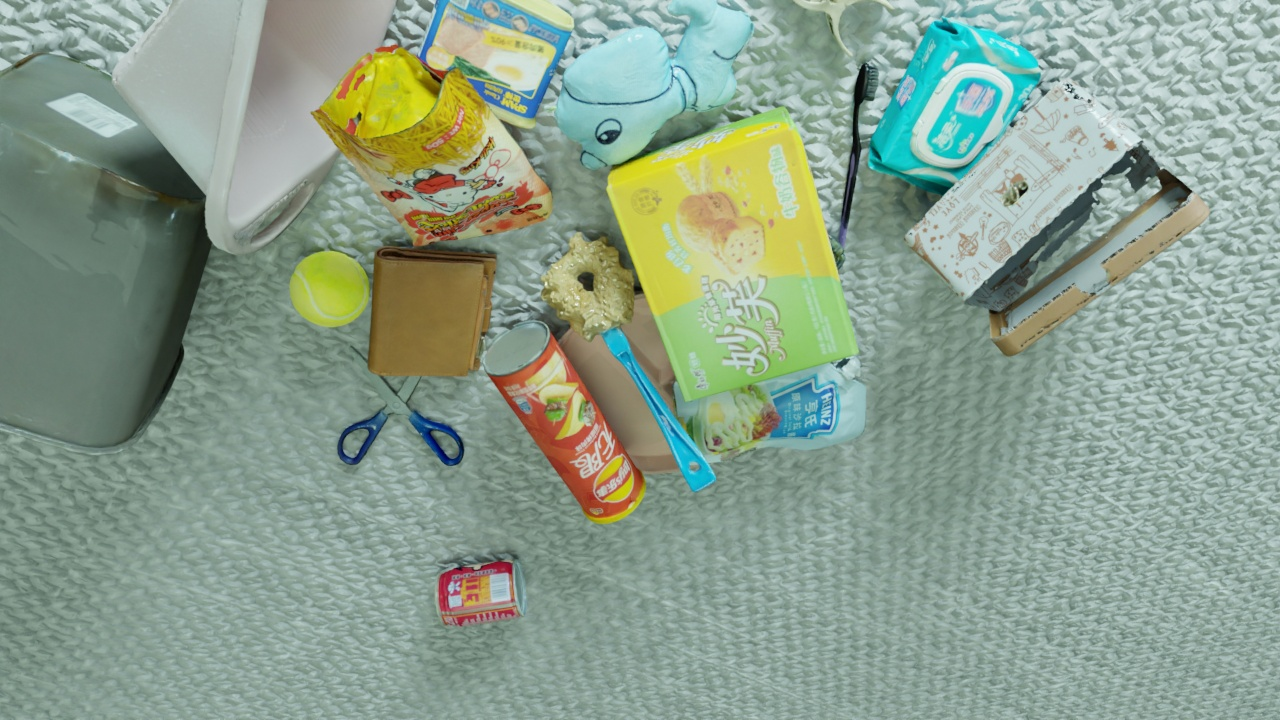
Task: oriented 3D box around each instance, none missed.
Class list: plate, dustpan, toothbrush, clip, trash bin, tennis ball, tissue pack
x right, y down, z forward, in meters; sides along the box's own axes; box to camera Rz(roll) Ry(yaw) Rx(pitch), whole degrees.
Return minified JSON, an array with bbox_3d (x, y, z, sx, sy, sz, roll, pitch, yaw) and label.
[{"bbox_3d":[0.017,0.022,0.905,0.229,0.028,0.230,-3,128,-4],"label":"plate"},{"bbox_3d":[-0.208,-0.197,0.606,0.274,0.221,0.139,-26,114,29],"label":"dustpan"},{"bbox_3d":[0.184,-0.163,0.790,0.016,0.014,0.189,-11,129,-13],"label":"toothbrush"},{"bbox_3d":[0.141,-0.275,0.688,0.100,0.034,0.071,28,119,-29],"label":"clip"},{"bbox_3d":[-0.426,-0.085,0.686,0.198,0.198,0.220,24,115,-22],"label":"trash bin"},{"bbox_3d":[-0.267,-0.061,0.790,0.065,0.065,0.066,-3,127,-4],"label":"tennis ball"},{"bbox_3d":[0.251,-0.201,0.743,0.093,0.050,0.134,12,126,-16],"label":"tissue pack"}]

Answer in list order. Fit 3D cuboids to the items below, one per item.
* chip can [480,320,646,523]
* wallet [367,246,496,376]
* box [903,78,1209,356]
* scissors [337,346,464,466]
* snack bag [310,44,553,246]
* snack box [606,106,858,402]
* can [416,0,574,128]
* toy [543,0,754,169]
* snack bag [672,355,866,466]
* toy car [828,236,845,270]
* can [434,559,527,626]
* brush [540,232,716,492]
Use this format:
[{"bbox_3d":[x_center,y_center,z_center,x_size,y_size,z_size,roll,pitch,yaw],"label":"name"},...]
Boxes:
[{"bbox_3d":[-0.067,0.062,0.866,0.073,0.073,0.217,-21,127,10],"label":"chip can"},{"bbox_3d":[-0.189,-0.041,0.829,0.107,0.031,0.132,1,131,-18],"label":"wallet"},{"bbox_3d":[0.342,-0.099,0.748,0.146,0.148,0.182,2,137,-52],"label":"box"},{"bbox_3d":[-0.244,0.055,0.915,0.163,0.012,0.175,-31,122,16],"label":"scissors"},{"bbox_3d":[-0.150,-0.146,0.698,0.129,0.073,0.208,-16,159,6],"label":"snack bag"},{"bbox_3d":[0.080,-0.084,0.772,0.158,0.070,0.210,-16,113,11],"label":"snack box"},{"bbox_3d":[-0.109,-0.234,0.680,0.102,0.057,0.083,20,121,-19],"label":"can"},{"bbox_3d":[0.003,-0.213,0.708,0.156,0.049,0.162,-2,138,-19],"label":"toy"},{"bbox_3d":[0.128,0.049,0.899,0.191,0.038,0.110,-8,117,-2],"label":"snack bag"},{"bbox_3d":[0.142,-0.110,0.813,0.090,0.034,0.043,41,116,-16],"label":"toy car"},{"bbox_3d":[-0.182,0.266,1.047,0.094,0.066,0.067,-9,128,1],"label":"can"},{"bbox_3d":[-0.005,0.005,0.817,0.083,0.046,0.254,-30,97,6],"label":"brush"}]
